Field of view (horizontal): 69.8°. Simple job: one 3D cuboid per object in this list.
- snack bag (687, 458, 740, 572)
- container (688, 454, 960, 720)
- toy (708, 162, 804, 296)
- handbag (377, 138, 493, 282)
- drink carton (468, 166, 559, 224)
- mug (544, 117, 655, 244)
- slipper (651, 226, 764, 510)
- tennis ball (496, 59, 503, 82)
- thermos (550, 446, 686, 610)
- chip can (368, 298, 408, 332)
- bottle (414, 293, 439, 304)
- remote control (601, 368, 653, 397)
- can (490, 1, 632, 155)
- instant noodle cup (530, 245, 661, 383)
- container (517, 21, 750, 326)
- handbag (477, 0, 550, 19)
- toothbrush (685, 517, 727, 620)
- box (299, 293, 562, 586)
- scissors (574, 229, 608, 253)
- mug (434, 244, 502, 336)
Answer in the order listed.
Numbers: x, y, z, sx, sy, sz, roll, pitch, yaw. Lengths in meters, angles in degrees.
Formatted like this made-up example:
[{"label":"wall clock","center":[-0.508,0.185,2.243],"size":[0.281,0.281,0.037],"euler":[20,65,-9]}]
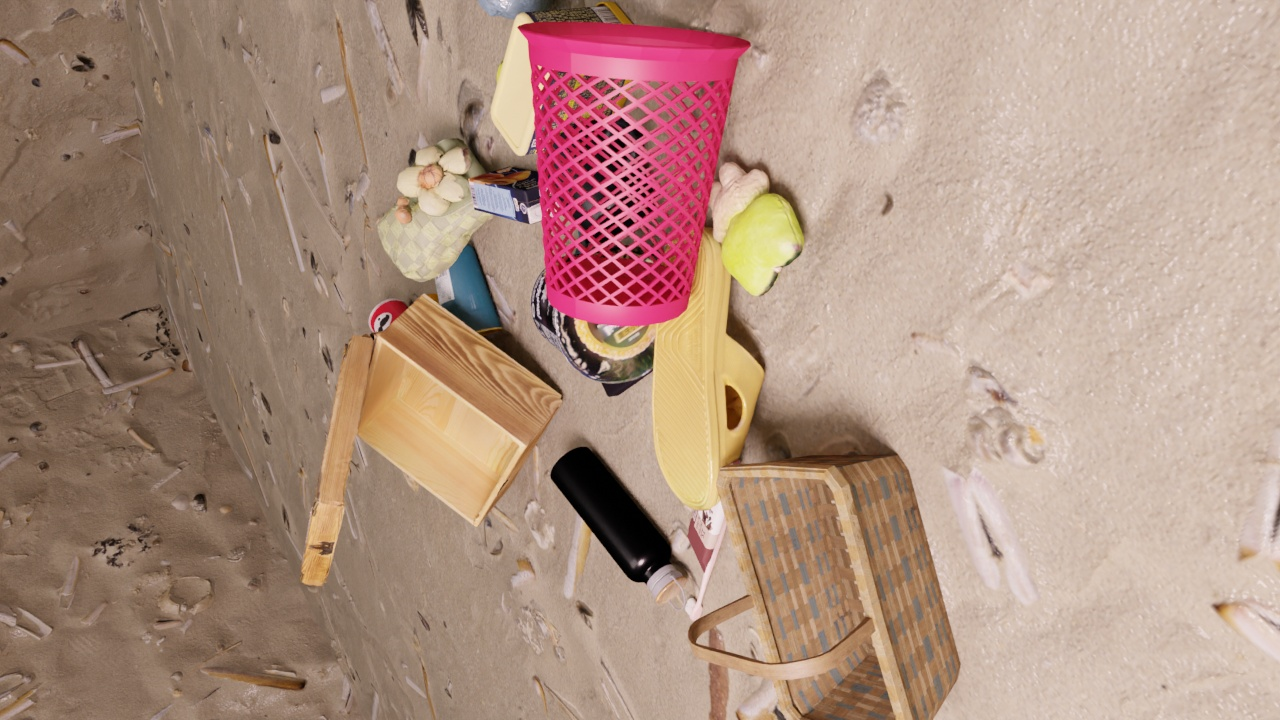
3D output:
[{"label":"snack bag","center":[0.074,0.147,0.953],"size":[0.057,0.013,0.158],"euler":[-117,32,-48]},{"label":"container","center":[0.140,0.205,0.758],"size":[0.158,0.185,0.250],"euler":[-9,99,55]},{"label":"toy","center":[0.093,-0.117,0.787],"size":[0.115,0.046,0.092],"euler":[62,145,23]},{"label":"handbag","center":[-0.261,-0.187,1.148],"size":[0.187,0.116,0.113],"euler":[-44,70,17]},{"label":"drink carton","center":[-0.137,-0.191,1.050],"size":[0.130,0.064,0.040],"euler":[21,129,48]},{"label":"mug","center":[-0.032,-0.184,0.894],"size":[0.094,0.085,0.122],"euler":[55,136,19]},{"label":"slipper","center":[0.065,0.006,0.866],"size":[0.100,0.078,0.263],"euler":[0,90,55]},{"label":"tennis ball","center":[-0.119,-0.297,0.970],"size":[0.065,0.065,0.065],"euler":[29,129,44]},{"label":"thermos","center":[-0.019,0.202,1.087],"size":[0.231,0.061,0.061],"euler":[47,140,30]},{"label":"chip can","center":[-0.337,-0.010,1.412],"size":[0.220,0.069,0.069],"euler":[42,137,35]},{"label":"bottle","center":[-0.289,-0.046,1.334],"size":[0.108,0.063,0.063],"euler":[50,141,27]},{"label":"remote control","center":[-0.006,0.006,1.011],"size":[0.137,0.015,0.032],"euler":[-36,77,55]},{"label":"can","center":[-0.074,-0.270,0.887],"size":[0.075,0.104,0.136],"euler":[55,143,21]},{"label":"instant noodle cup","center":[-0.047,-0.054,0.944],"size":[0.112,0.137,0.137],"euler":[20,123,58]},{"label":"container","center":[-0.012,-0.156,0.772],"size":[0.183,0.182,0.226],"euler":[30,125,44]},{"label":"handbag","center":[-0.123,-0.419,0.869],"size":[0.192,0.118,0.121],"euler":[-41,73,48]},{"label":"toothbrush","center":[0.073,0.227,1.014],"size":[0.018,0.015,0.182],"euler":[48,141,38]},{"label":"box","center":[-0.327,0.123,1.176],"size":[0.282,0.314,0.280],"euler":[38,144,3]},{"label":"scissors","center":[-0.062,-0.121,1.022],"size":[0.141,0.019,0.128],"euler":[-10,98,53]},{"label":"mug","center":[-0.240,-0.091,1.237],"size":[0.078,0.078,0.121],"euler":[-16,89,56]}]
